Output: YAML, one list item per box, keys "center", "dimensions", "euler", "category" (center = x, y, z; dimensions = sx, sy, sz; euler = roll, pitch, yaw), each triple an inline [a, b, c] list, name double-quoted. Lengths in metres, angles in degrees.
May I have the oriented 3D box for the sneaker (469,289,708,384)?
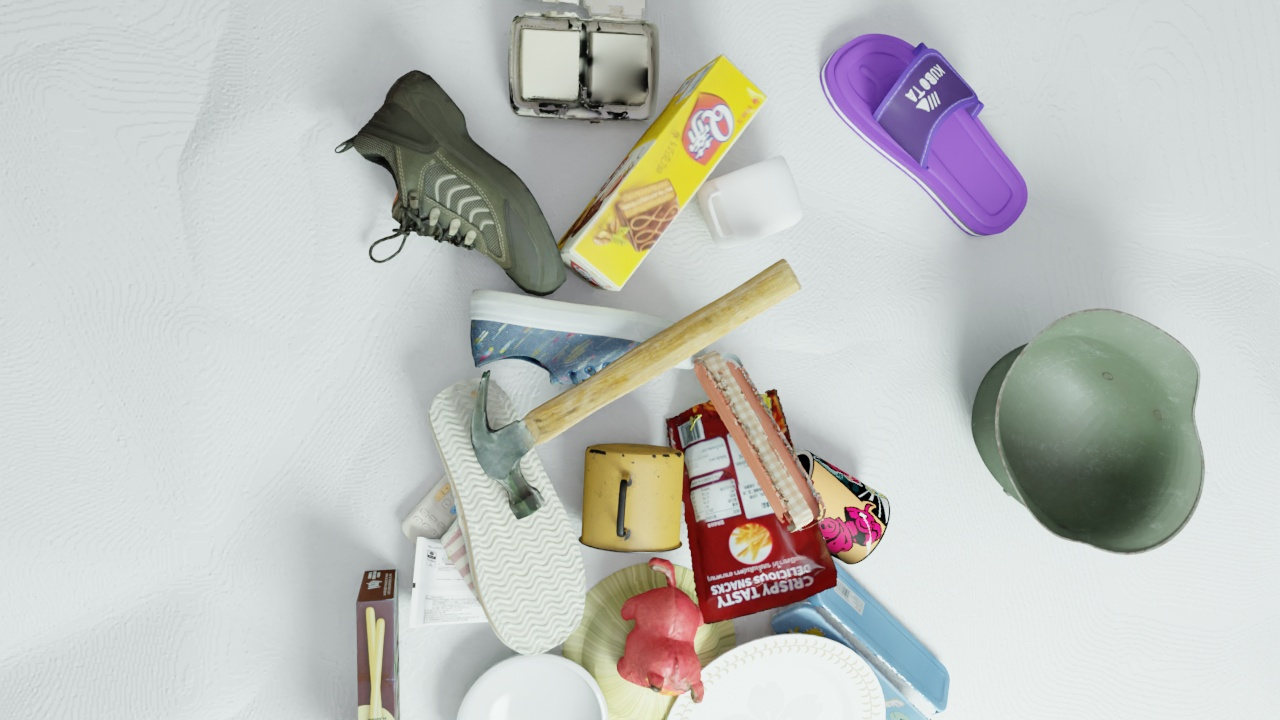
- center: [-0.051, -0.011, 0.880]
  dimensions: [0.235, 0.087, 0.079]
  euler: [10, 86, -9]
  category: "sneaker"

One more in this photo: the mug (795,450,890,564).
- center: [0.182, 0.165, 0.950]
  dimensions: [0.098, 0.081, 0.118]
  euler: [30, 114, -12]
  category: "mug"

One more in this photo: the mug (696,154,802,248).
- center: [0.101, -0.151, 0.895]
  dimensions: [0.115, 0.094, 0.068]
  euler: [-30, 102, -47]
  category: "mug"

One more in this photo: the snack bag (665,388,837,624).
- center: [0.100, 0.137, 0.891]
  dimensions: [0.139, 0.066, 0.207]
  euler: [-18, 67, 15]
  category: "snack bag"

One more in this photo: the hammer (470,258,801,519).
- center: [-0.005, 0.005, 0.831]
  dimensions: [0.330, 0.033, 0.132]
  euler: [-31, 92, 1]
  category: "hammer"

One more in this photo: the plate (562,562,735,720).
- center: [0.014, 0.302, 0.936]
  dimensions: [0.184, 0.036, 0.184]
  euler: [-1, 93, -12]
  category: "plate"

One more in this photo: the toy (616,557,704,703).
- center: [0.030, 0.255, 0.870]
  dimensions: [0.088, 0.094, 0.133]
  euler: [3, 90, -12]
  category: "toy"

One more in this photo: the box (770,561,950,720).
- center: [0.240, 0.313, 0.993]
  dimensions: [0.209, 0.072, 0.086]
  euler: [45, 123, -10]
  category: "box"

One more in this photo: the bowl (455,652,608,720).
- center: [-0.108, 0.356, 0.908]
  dimensions: [0.149, 0.043, 0.149]
  euler: [-1, 93, -12]
  category: "bowl"

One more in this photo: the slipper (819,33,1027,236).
- center: [0.313, -0.240, 0.949]
  dimensions: [0.266, 0.084, 0.107]
  euler: [43, 84, -11]
  category: "slipper"

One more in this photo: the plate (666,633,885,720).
- center: [0.139, 0.388, 0.959]
  dimensions: [0.242, 0.016, 0.243]
  euler: [-3, 108, -10]
  category: "plate"

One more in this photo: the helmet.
- center: [0.451, 0.078, 0.959]
  dimensions: [0.268, 0.154, 0.227]
  euler: [44, 85, -6]
  category: "helmet"

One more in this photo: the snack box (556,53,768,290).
- center: [0.014, -0.174, 0.873]
  dimensions: [0.061, 0.110, 0.230]
  euler: [39, 85, -15]
  category: "snack box"

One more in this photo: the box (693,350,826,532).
- center: [0.112, 0.071, 0.851]
  dimensions: [0.070, 0.057, 0.187]
  euler: [-16, 69, -39]
  category: "box"

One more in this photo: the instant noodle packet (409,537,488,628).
- center: [-0.153, 0.216, 0.893]
  dimensions: [0.134, 0.026, 0.087]
  euler: [5, 92, -22]
  category: "instant noodle packet"

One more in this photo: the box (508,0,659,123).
- center: [-0.055, -0.322, 0.884]
  dimensions: [0.144, 0.058, 0.187]
  euler: [0, 96, -14]
  category: "box"

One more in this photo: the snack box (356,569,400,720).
- center: [-0.240, 0.298, 0.846]
  dimensions: [0.031, 0.101, 0.186]
  euler: [-1, 93, -13]
  category: "snack box"

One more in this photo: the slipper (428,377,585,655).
- center: [-0.134, 0.146, 0.869]
  dimensions: [0.114, 0.052, 0.263]
  euler: [-19, 90, -24]
  category: "slipper"

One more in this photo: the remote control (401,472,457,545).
- center: [-0.180, 0.128, 0.894]
  dimensions: [0.038, 0.018, 0.125]
  euler: [43, 83, -12]
  category: "remote control"

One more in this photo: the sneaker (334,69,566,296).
- center: [-0.182, -0.133, 0.836]
  dimensions: [0.142, 0.101, 0.238]
  euler: [-41, 96, -12]
  category: "sneaker"

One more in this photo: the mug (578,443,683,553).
- center: [-0.009, 0.130, 0.878]
  dimensions: [0.100, 0.123, 0.094]
  euler: [3, 90, 8]
  category: "mug"
